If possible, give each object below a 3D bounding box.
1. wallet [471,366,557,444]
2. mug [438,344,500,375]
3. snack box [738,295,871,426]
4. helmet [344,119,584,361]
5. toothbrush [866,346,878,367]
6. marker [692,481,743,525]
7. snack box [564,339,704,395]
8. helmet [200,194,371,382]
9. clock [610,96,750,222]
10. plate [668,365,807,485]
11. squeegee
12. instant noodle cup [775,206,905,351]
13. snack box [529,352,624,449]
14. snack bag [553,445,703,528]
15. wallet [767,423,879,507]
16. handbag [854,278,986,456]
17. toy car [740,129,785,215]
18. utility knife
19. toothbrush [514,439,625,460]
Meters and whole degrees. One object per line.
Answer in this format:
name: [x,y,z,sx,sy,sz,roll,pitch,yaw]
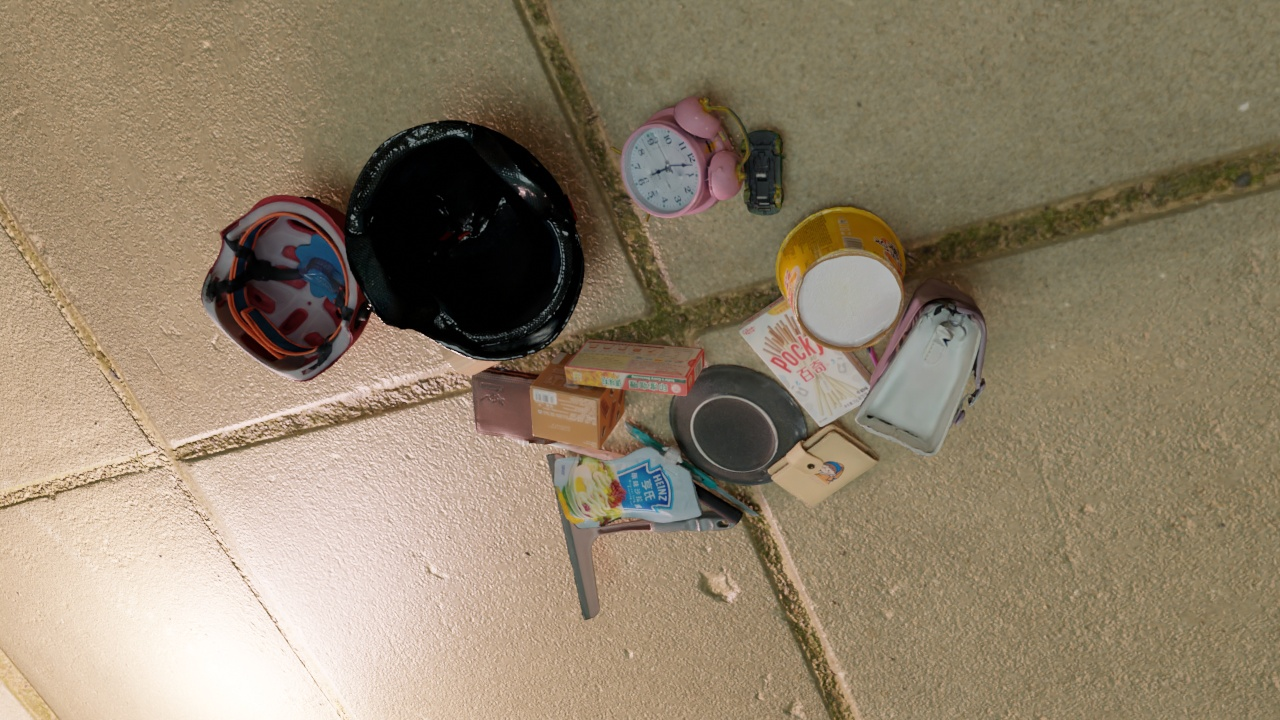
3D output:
wallet: [-0.170,0.060,1.252,0.125,0.032,0.101,8,118,17]
mug: [-0.203,-0.053,1.178,0.104,0.084,0.124,-25,82,33]
snack box: [0.196,-0.002,1.068,0.085,0.026,0.157,-36,101,34]
helmet: [-0.188,-0.137,1.029,0.234,0.230,0.275,-35,109,9]
toothbrush: [0.236,-0.056,1.029,0.018,0.014,0.189,-11,114,38]
marker: [0.076,0.174,1.213,0.132,0.020,0.022,32,147,11]
snack box: [-0.007,0.007,1.124,0.156,0.076,0.027,5,120,19]
helmet: [-0.433,-0.109,1.198,0.207,0.143,0.240,35,111,0]
clock: [0.049,-0.213,0.969,0.159,0.059,0.117,-18,102,39]
plate: [0.118,0.088,1.153,0.179,0.024,0.180,10,121,17]
squeegee: [0.014,0.231,1.268,0.250,0.040,0.248,-9,97,20]
instant noodle cup: [0.211,-0.078,0.950,0.138,0.109,0.138,3,114,6]
snack box: [-0.078,0.050,1.168,0.093,0.094,0.077,10,121,16]
snack bag: [-0.019,0.170,1.220,0.191,0.038,0.110,-9,100,22]
wallet: [0.221,0.130,1.127,0.087,0.024,0.115,36,127,-15]
handbag: [0.287,0.001,0.909,0.098,0.196,0.145,21,105,13]
toy car: [0.131,-0.200,0.974,0.043,0.036,0.091,5,120,21]
utility knife: [0.065,0.145,1.209,0.216,0.013,0.029,34,154,2]
toothbrush: [-0.089,0.124,1.262,0.180,0.016,0.016,11,124,16]
